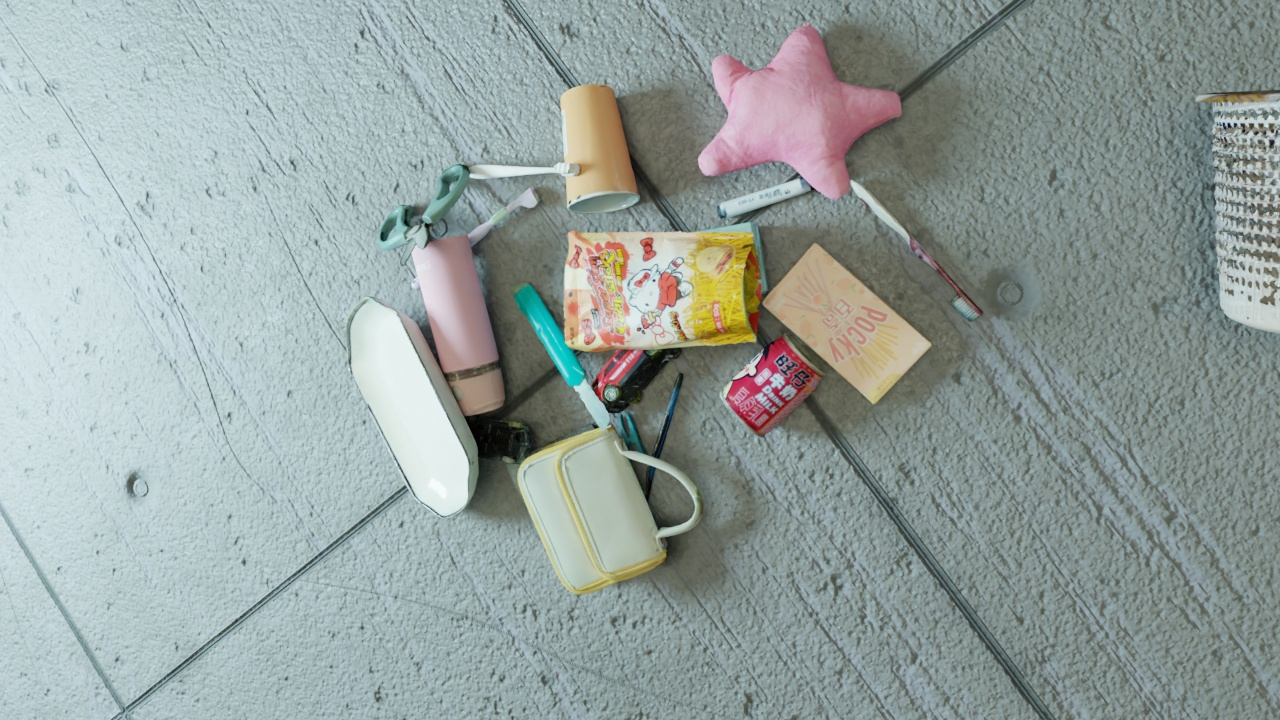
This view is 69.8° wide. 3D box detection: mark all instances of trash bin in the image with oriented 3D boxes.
[{"bbox_3d":[0.573,-0.124,0.748,0.228,0.227,0.192,2,106,16],"label":"trash bin"}]

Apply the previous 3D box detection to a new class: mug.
[{"bbox_3d":[-0.049,-0.226,0.981,0.078,0.078,0.122,-11,85,16],"label":"mug"}]

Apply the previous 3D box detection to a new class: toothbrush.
[{"bbox_3d":[0.274,-0.112,0.924,0.187,0.016,0.017,49,114,8],"label":"toothbrush"},{"bbox_3d":[-0.134,-0.207,0.997,0.180,0.016,0.016,9,92,41],"label":"toothbrush"},{"bbox_3d":[0.016,0.103,1.012,0.016,0.014,0.189,21,100,30],"label":"toothbrush"},{"bbox_3d":[-0.193,-0.137,1.055,0.189,0.021,0.029,-34,46,17],"label":"toothbrush"}]

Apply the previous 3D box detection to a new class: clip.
[{"bbox_3d":[-0.010,0.084,1.018,0.048,0.014,0.057,-18,90,18],"label":"clip"}]

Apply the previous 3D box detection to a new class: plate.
[{"bbox_3d":[-0.256,0.051,1.048,0.162,0.034,0.265,-35,81,48],"label":"plate"}]

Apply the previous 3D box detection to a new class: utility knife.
[{"bbox_3d":[-0.089,-0.009,1.011,0.029,0.013,0.209,-39,67,14],"label":"utility knife"}]

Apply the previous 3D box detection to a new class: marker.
[{"bbox_3d":[0.143,-0.176,0.956,0.131,0.018,0.022,-15,80,16],"label":"marker"}]

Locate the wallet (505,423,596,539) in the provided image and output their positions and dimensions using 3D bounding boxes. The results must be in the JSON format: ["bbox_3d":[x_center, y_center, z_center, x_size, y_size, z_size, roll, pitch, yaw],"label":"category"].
[{"bbox_3d":[-0.084,0.137,1.041,0.121,0.019,0.097,-26,88,15],"label":"wallet"}]

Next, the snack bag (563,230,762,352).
[{"bbox_3d":[0.017,-0.071,0.928,0.208,0.073,0.128,1,97,23],"label":"snack bag"}]

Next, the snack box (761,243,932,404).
[{"bbox_3d":[0.210,-0.039,0.940,0.157,0.026,0.084,43,103,10],"label":"snack box"}]

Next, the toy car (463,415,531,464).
[{"bbox_3d":[-0.168,0.091,1.049,0.106,0.031,0.049,6,83,29],"label":"toy car"}]

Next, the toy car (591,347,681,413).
[{"bbox_3d":[-0.006,0.006,0.991,0.121,0.052,0.045,-46,64,18],"label":"toy car"}]

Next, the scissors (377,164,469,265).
[{"bbox_3d":[-0.231,-0.164,1.010,0.169,0.177,0.019,-43,120,-2],"label":"scissors"}]

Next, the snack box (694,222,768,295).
[{"bbox_3d":[0.044,-0.094,0.971,0.175,0.051,0.074,-8,91,17],"label":"snack box"}]

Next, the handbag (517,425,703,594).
[{"bbox_3d":[-0.028,0.153,0.988,0.179,0.063,0.163,-22,91,14],"label":"handbag"}]

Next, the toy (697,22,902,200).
[{"bbox_3d":[0.162,-0.255,0.919,0.195,0.074,0.178,11,86,12],"label":"toy"}]

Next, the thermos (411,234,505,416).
[{"bbox_3d":[-0.208,-0.037,1.038,0.087,0.067,0.198,-4,103,44],"label":"thermos"}]

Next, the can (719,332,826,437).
[{"bbox_3d":[0.137,0.025,0.944,0.094,0.066,0.066,-45,81,14],"label":"can"}]
